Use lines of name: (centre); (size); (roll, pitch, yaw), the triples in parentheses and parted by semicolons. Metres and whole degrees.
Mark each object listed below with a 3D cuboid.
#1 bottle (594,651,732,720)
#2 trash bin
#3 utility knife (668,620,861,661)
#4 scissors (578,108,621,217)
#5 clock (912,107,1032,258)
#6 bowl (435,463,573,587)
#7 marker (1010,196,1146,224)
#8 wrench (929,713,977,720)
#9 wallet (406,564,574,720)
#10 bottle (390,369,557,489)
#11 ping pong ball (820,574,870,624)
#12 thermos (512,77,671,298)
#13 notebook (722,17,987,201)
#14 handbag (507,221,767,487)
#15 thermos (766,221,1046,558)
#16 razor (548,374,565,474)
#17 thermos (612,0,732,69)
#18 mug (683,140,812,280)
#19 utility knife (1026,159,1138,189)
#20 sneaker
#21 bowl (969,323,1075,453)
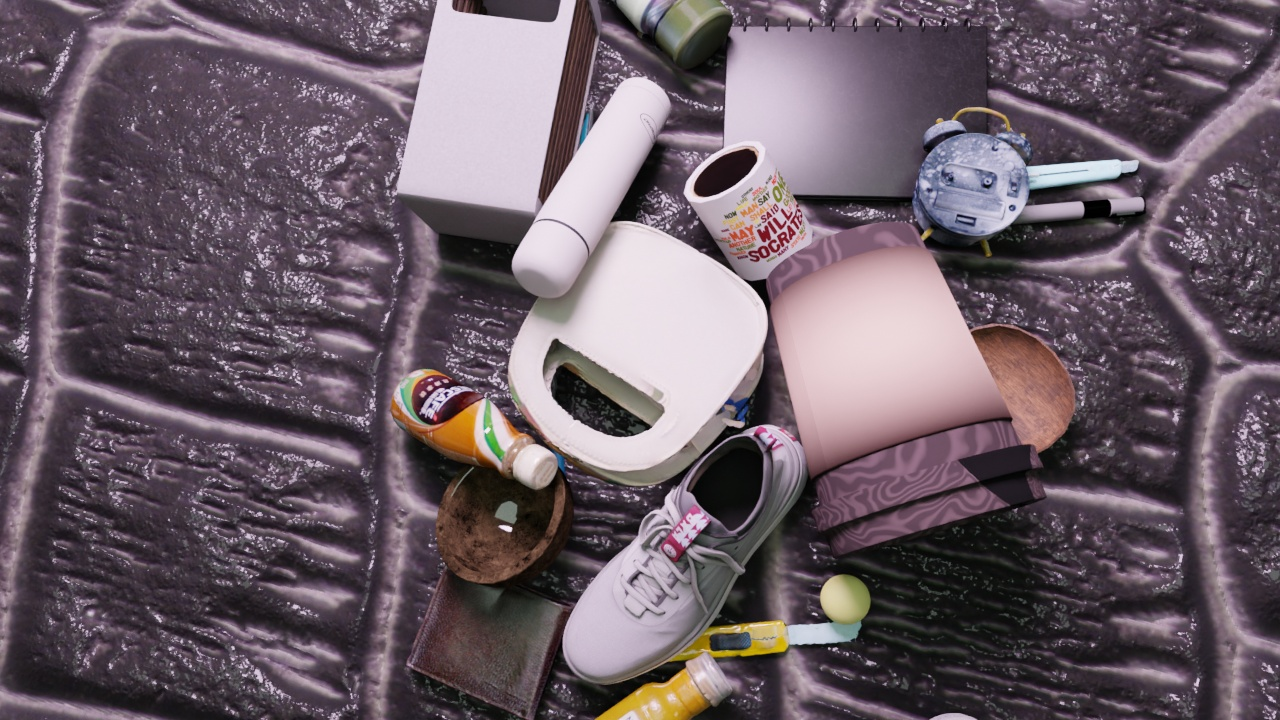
bottle: (-0.011, 0.305, 0.743); (0.186, 0.053, 0.053); (-35, 80, -1)
trash bin: (-0.116, -0.227, 0.802); (0.114, 0.114, 0.228); (9, 82, 6)
utility knife: (0.081, 0.232, 0.768); (0.207, 0.018, 0.030); (-6, 90, 1)
scissors: (-0.034, -0.161, 0.834); (0.148, 0.019, 0.132); (-35, 79, -2)
clock: (0.278, -0.154, 0.771); (0.090, 0.052, 0.129); (14, 84, 9)
bowl: (-0.105, 0.135, 0.769); (0.121, 0.056, 0.121); (-13, 56, 20)
marker: (0.362, -0.128, 0.795); (0.140, 0.016, 0.016); (-4, 81, 4)
wrench: (0.160, 0.319, 0.746); (0.273, 0.018, 0.086); (6, 82, 7)
wallet: (-0.127, 0.234, 0.779); (0.120, 0.031, 0.099); (19, 81, 10)
bottle: (-0.136, 0.059, 0.757); (0.167, 0.059, 0.059); (24, 83, 35)
ping pong ball: (0.168, 0.195, 0.751); (0.040, 0.040, 0.040); (-1, 81, 5)
thermos: (-0.038, -0.144, 0.756); (0.052, 0.052, 0.223); (21, 58, 8)
notebook: (0.191, -0.227, 0.824); (0.231, 0.019, 0.169); (2, 83, 5)
handbag: (-0.005, 0.004, 0.759); (0.201, 0.093, 0.199); (34, 71, 16)
thermos: (0.193, 0.022, 0.717); (0.173, 0.173, 0.226); (-16, 74, 2)
razor: (-0.078, 0.062, 0.804); (0.042, 0.022, 0.144); (-15, 83, 40)
thermos: (-0.011, -0.366, 0.836); (0.082, 0.082, 0.231); (-39, 80, -2)
mug: (0.083, -0.129, 0.780); (0.073, 0.105, 0.089); (-47, 124, -13)
utility knife: (0.374, -0.163, 0.801); (0.120, 0.015, 0.022); (-6, 80, 1)
sneaker: (0.031, 0.152, 0.722); (0.097, 0.128, 0.263); (42, 89, 20)
bowl: (0.302, 0.026, 0.769); (0.102, 0.026, 0.114); (-40, 77, 13)
